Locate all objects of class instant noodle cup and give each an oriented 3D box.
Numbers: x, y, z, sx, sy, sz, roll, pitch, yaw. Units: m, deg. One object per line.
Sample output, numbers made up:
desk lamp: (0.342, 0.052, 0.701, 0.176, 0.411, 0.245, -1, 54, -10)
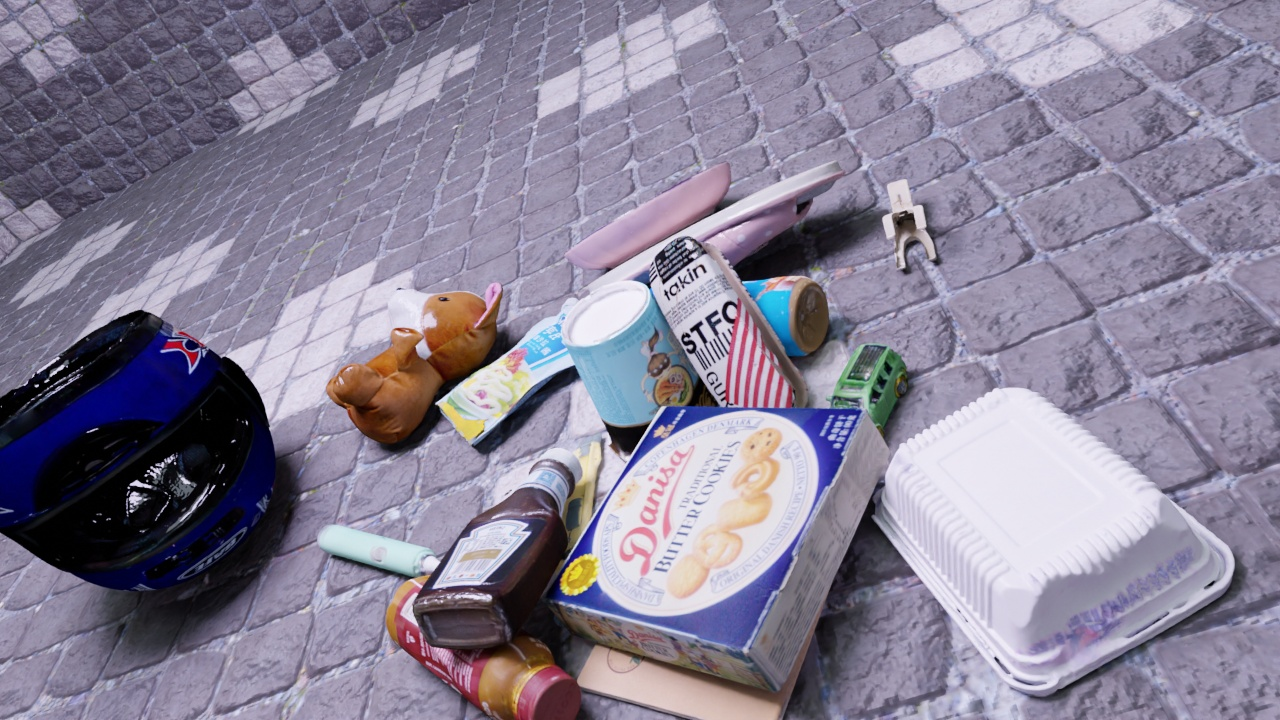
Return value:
instant noodle cup: (-0.004, 0.004, 0.744, 0.111, 0.120, 0.111, -21, 35, 15)
instant noodle cup: (0.219, 0.084, 0.523, 0.138, 0.060, 0.173, -31, 35, 0)

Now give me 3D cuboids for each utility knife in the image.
utility knife: (-0.048, 0.129, 0.719, 0.031, 0.021, 0.197, -24, 38, 21)

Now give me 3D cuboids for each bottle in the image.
bottle: (-0.089, 0.126, 0.657, 0.080, 0.044, 0.194, -9, 22, 20)
bottle: (0.055, -0.040, 0.805, 0.219, 0.065, 0.065, 4, 47, 40)
bottle: (-0.109, 0.201, 0.628, 0.175, 0.057, 0.057, 13, 53, 47)

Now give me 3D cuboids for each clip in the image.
clip: (0.226, -0.129, 0.788, 0.035, 0.082, 0.104, -15, 48, 22)

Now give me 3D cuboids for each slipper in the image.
slipper: (0.070, -0.109, 0.871, 0.275, 0.054, 0.114, -25, 6, 24)

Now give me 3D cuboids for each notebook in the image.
notebook: (0.060, 0.142, 0.617, 0.148, 0.008, 0.207, -1, 44, 38)

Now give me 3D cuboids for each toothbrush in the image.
toothbrush: (-0.201, 0.166, 0.773, 0.225, 0.027, 0.026, 2, 85, 39)

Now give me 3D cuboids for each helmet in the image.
helmet: (-0.471, 0.098, 0.869, 0.246, 0.240, 0.316, -41, 24, -17)

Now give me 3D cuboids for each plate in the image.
plate: (0.014, -0.139, 0.940, 0.192, 0.039, 0.192, -29, 4, 2)

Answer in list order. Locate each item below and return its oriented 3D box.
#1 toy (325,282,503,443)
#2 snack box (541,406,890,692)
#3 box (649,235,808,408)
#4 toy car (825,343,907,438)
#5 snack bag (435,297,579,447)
toy: (-0.229, -0.011, 0.952, 0.199, 0.130, 0.140, -37, 11, -22)
snack box: (0.047, 0.110, 0.606, 0.183, 0.046, 0.177, -2, 44, 44)
box: (0.071, -0.021, 0.705, 0.076, 0.163, 0.087, -40, -11, 36)
toy car: (0.161, 0.027, 0.666, 0.043, 0.036, 0.091, 3, 50, 39)
snack bag: (-0.108, 0.005, 0.902, 0.190, 0.039, 0.110, -38, 28, -14)
